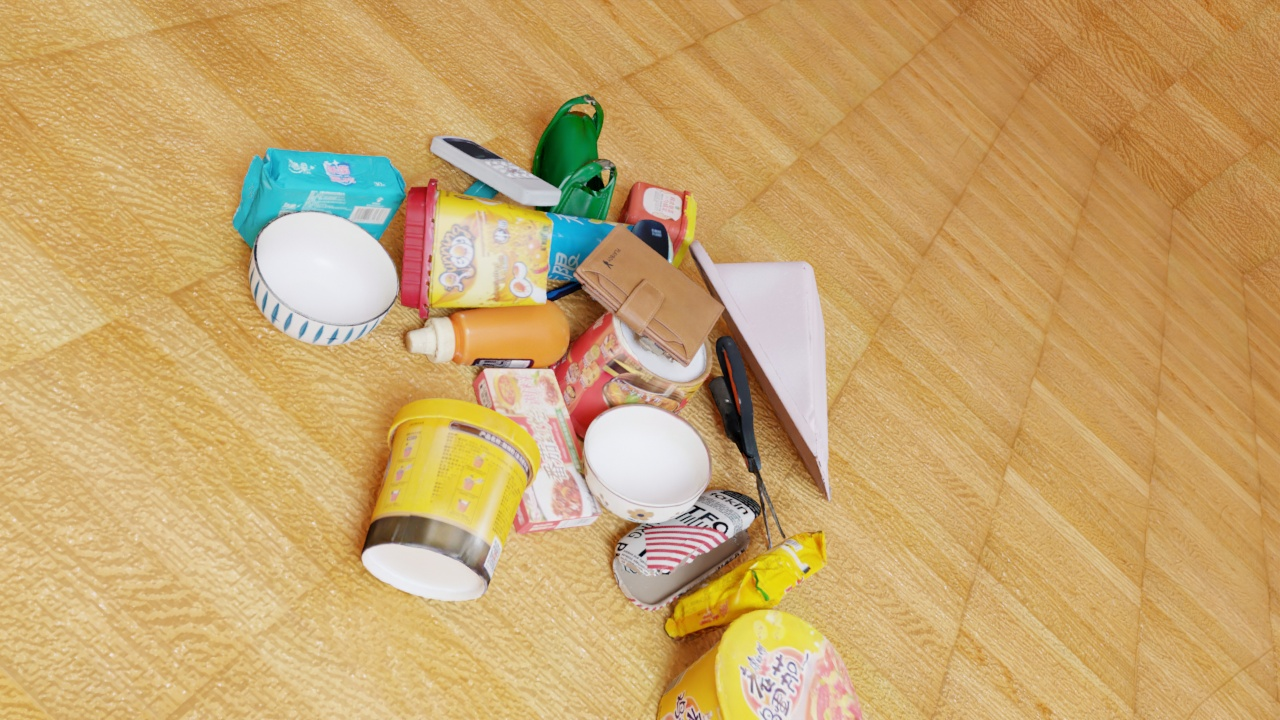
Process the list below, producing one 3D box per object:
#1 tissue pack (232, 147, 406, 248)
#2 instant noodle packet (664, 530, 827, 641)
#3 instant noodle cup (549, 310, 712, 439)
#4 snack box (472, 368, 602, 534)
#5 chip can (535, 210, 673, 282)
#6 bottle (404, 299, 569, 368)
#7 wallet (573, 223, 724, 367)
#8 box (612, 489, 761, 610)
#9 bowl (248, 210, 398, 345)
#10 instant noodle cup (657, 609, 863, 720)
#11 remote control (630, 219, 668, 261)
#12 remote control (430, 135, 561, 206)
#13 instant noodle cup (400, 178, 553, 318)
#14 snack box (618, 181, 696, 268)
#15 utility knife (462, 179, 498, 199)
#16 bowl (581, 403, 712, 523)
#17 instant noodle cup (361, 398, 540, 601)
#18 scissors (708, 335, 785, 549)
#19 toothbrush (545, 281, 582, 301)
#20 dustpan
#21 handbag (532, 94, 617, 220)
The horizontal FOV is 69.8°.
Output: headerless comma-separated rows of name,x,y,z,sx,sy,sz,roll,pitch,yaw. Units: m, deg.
tissue pack,-0.279,-0.138,0.797,0.133,0.093,0.050,-5,63,-41
instant noodle packet,0.094,0.193,0.783,0.110,0.129,0.044,-21,75,-47
instant noodle cup,-0.005,0.005,0.879,0.137,0.109,0.137,21,45,-23
snack box,-0.092,0.077,0.813,0.075,0.026,0.152,1,56,-38
chip can,-0.071,-0.115,0.946,0.210,0.071,0.071,3,54,-32
bottle,-0.141,-0.022,0.836,0.149,0.067,0.066,-6,60,-32
wallet,0.008,-0.060,0.838,0.132,0.031,0.107,39,39,-2
box,0.039,0.171,0.828,0.075,0.082,0.163,23,31,35
bowl,-0.267,-0.059,0.760,0.116,0.066,0.116,21,47,-24
instant noodle cup,0.086,0.280,0.716,0.138,0.110,0.137,21,45,-23
remote control,0.002,-0.077,0.946,0.053,0.136,0.024,2,17,-32
remote control,-0.152,-0.199,0.956,0.150,0.021,0.058,33,24,26
instant noodle cup,-0.145,-0.097,0.814,0.123,0.116,0.116,4,13,-12
snack box,0.017,-0.158,1.059,0.080,0.082,0.091,20,43,-11
utility knife,-0.169,-0.176,0.978,0.029,0.013,0.165,38,38,-9
bowl,0.001,0.099,0.803,0.113,0.062,0.113,8,43,-8
instant noodle cup,-0.144,0.107,0.684,0.118,0.119,0.114,26,51,-19
scissors,0.099,0.077,0.892,0.021,0.234,0.220,-14,22,-2
toothbrush,-0.085,-0.069,0.955,0.014,0.016,0.189,43,37,14
dustpan,0.121,0.006,0.959,0.222,0.139,0.273,57,33,-64
handbag,-0.068,-0.207,1.002,0.068,0.120,0.131,10,52,-25
